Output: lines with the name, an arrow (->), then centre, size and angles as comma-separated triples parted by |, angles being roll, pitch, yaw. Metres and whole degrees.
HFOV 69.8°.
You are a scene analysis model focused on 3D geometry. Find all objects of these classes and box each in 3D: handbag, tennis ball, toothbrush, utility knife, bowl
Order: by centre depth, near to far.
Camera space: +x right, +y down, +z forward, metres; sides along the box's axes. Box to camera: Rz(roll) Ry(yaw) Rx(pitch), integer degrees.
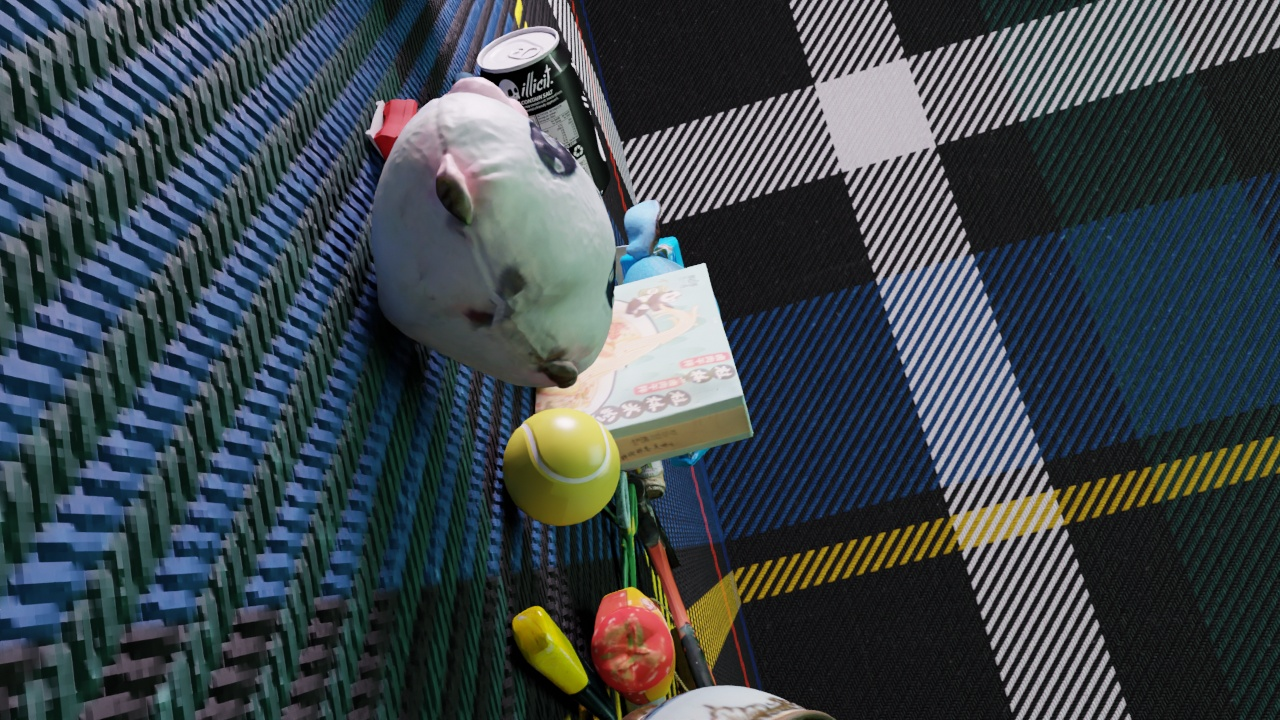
bowl -> 0.026, 0.236, 0.478 | 0.094, 0.159, 0.160 | 19, -41, 43
tennis ball -> -0.044, 0.059, 0.511 | 0.065, 0.065, 0.065 | -14, 89, -85
utility knife -> -0.035, 0.178, 0.512 | 0.028, 0.020, 0.174 | 61, -4, 36
toothbrush -> -0.030, 0.121, 0.779 | 0.017, 0.014, 0.188 | 59, -2, 22
handbag -> 0.034, 0.296, 0.944 | 0.178, 0.027, 0.084 | 61, 12, -48

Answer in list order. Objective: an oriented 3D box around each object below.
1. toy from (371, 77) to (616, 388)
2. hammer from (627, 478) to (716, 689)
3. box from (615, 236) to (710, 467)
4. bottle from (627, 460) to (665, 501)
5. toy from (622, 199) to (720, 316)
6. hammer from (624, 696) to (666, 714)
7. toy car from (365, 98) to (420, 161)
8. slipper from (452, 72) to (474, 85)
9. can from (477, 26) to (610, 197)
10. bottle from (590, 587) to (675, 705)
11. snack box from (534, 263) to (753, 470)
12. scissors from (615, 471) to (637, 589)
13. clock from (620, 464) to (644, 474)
toy -> -0.063, -0.066, 0.427 | 0.179, 0.101, 0.139 | -90, 158, -53
hammer -> 0.050, 0.274, 0.843 | 0.133, 0.033, 0.332 | 69, -1, -53
box -> 0.011, -0.011, 1.051 | 0.113, 0.114, 0.243 | -36, 116, -55
bottle -> 0.001, 0.102, 1.025 | 0.043, 0.043, 0.109 | 66, 11, -58
toy -> 0.007, -0.037, 0.912 | 0.192, 0.098, 0.224 | -31, -101, 57
hammer -> 0.030, 0.311, 0.790 | 0.311, 0.029, 0.124 | 68, 9, -57
toy car -> -0.109, -0.089, 0.473 | 0.038, 0.025, 0.090 | -92, 170, -45
slipper -> -0.079, -0.089, 0.616 | 0.103, 0.059, 0.214 | -97, 172, -45
can -> -0.082, -0.202, 0.792 | 0.080, 0.080, 0.146 | -99, 172, -48
bottle -> -0.004, 0.182, 0.585 | 0.134, 0.048, 0.071 | 87, -15, -75
snack box -> -0.004, 0.004, 0.679 | 0.193, 0.141, 0.044 | -97, 171, -58
scissors -> -0.012, 0.155, 0.792 | 0.112, 0.012, 0.130 | 77, 11, -49
clock -> -0.026, 0.034, 0.825 | 0.116, 0.059, 0.158 | -99, 173, -49
